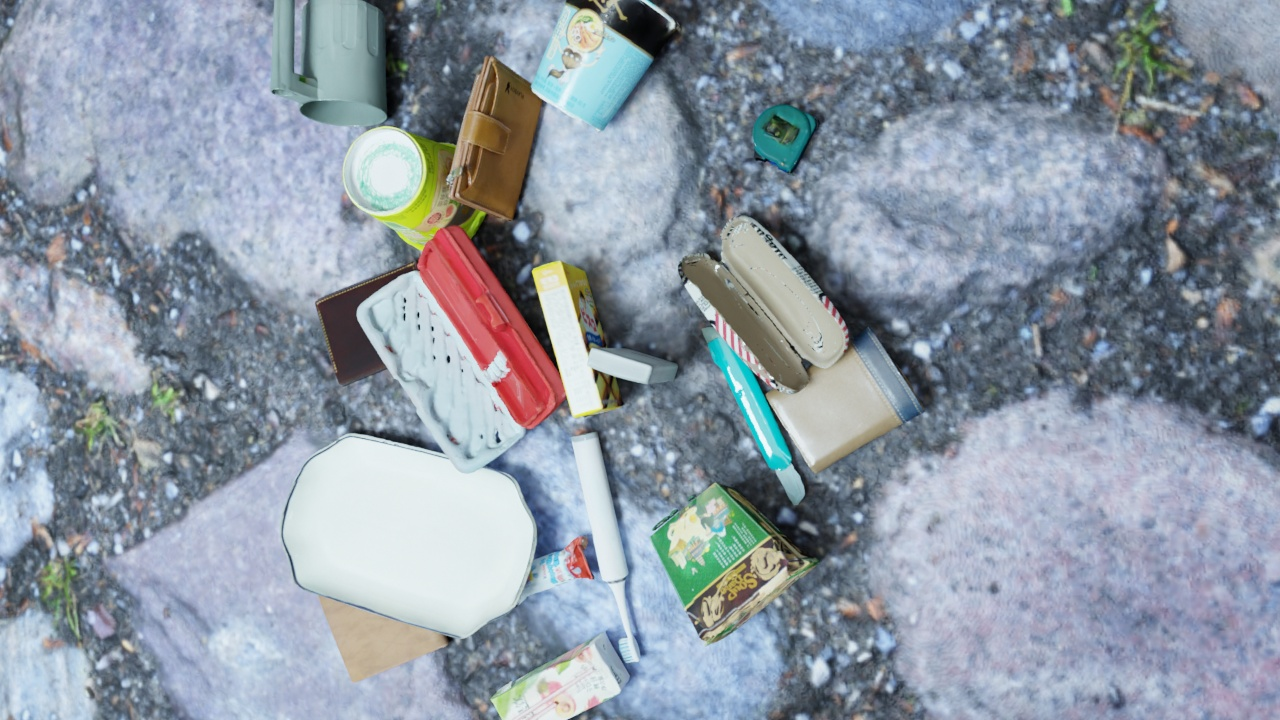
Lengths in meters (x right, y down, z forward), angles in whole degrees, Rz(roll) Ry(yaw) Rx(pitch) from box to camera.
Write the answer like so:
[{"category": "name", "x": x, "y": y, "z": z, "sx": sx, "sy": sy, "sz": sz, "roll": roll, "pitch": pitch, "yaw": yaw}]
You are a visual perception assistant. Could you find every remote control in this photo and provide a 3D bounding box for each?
[{"category": "remote control", "x": -0.005, "y": 0.005, "z": 0.813, "sx": 0.056, "sy": 0.135, "sz": 0.019, "roll": 17, "pitch": 94, "yaw": 11}]

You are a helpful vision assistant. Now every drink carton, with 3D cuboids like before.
[{"category": "drink carton", "x": -0.077, "y": 0.312, "z": 0.871, "sx": 0.123, "sy": 0.045, "sz": 0.053, "roll": -31, "pitch": 84, "yaw": 10}]

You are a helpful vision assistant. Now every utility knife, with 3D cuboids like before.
[{"category": "utility knife", "x": 0.107, "y": 0.049, "z": 0.851, "sx": 0.029, "sy": 0.013, "sz": 0.185, "roll": -27, "pitch": 83, "yaw": 14}]

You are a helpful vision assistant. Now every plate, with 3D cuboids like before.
[{"category": "plate", "x": -0.224, "y": 0.168, "z": 0.894, "sx": 0.266, "sy": 0.034, "sz": 0.162, "roll": 11, "pitch": 78, "yaw": 15}]

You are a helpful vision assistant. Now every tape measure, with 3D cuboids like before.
[{"category": "tape measure", "x": 0.130, "y": -0.206, "z": 0.844, "sx": 0.054, "sy": 0.025, "sz": 0.058, "roll": 28, "pitch": 94, "yaw": 10}]

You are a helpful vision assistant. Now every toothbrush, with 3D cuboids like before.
[{"category": "toothbrush", "x": -0.030, "y": 0.178, "z": 0.873, "sx": 0.026, "sy": 0.026, "sz": 0.221, "roll": -14, "pitch": 87, "yaw": 22}]

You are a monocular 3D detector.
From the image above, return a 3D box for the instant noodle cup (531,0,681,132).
[{"category": "instant noodle cup", "x": -0.039, "y": -0.281, "z": 0.844, "sx": 0.111, "sy": 0.111, "sz": 0.120, "roll": 34, "pitch": 103, "yaw": 10}]

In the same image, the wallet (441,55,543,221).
[{"category": "wallet", "x": -0.138, "y": -0.205, "z": 0.853, "sx": 0.035, "sy": 0.119, "sz": 0.130, "roll": 16, "pitch": 93, "yaw": 18}]

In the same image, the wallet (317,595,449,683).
[{"category": "wallet", "x": -0.260, "y": 0.259, "z": 0.924, "sx": 0.115, "sy": 0.020, "sz": 0.101, "roll": -24, "pitch": 84, "yaw": 13}]

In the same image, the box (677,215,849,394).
[{"category": "box", "x": 0.110, "y": -0.054, "z": 0.813, "sx": 0.162, "sy": 0.075, "sz": 0.086, "roll": 52, "pitch": 123, "yaw": 20}]

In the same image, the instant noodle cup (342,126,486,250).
[{"category": "instant noodle cup", "x": -0.216, "y": -0.165, "z": 0.866, "sx": 0.112, "sy": 0.123, "sz": 0.111, "roll": 0, "pitch": 89, "yaw": 11}]

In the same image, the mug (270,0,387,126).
[{"category": "mug", "x": -0.302, "y": -0.294, "z": 0.888, "sx": 0.084, "sy": 0.123, "sz": 0.103, "roll": -2, "pitch": 86, "yaw": 29}]

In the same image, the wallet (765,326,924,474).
[{"category": "wallet", "x": 0.183, "y": 0.037, "z": 0.827, "sx": 0.115, "sy": 0.033, "sz": 0.090, "roll": -34, "pitch": 80, "yaw": 10}]

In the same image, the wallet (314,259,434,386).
[{"category": "wallet", "x": -0.265, "y": -0.038, "z": 0.929, "sx": 0.122, "sy": 0.020, "sz": 0.096, "roll": -20, "pitch": 82, "yaw": 12}]

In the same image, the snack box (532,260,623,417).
[{"category": "snack box", "x": -0.057, "y": -0.018, "z": 0.849, "sx": 0.034, "sy": 0.087, "sz": 0.140, "roll": -19, "pitch": 85, "yaw": 10}]

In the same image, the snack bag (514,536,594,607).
[{"category": "snack bag", "x": -0.092, "y": 0.204, "z": 0.885, "sx": 0.105, "sy": 0.026, "sz": 0.045, "roll": -22, "pitch": 88, "yaw": 13}]

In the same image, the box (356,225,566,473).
[{"category": "box", "x": -0.166, "y": -0.010, "z": 0.869, "sx": 0.158, "sy": 0.069, "sz": 0.201, "roll": -38, "pitch": 82, "yaw": 25}]

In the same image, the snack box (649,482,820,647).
[{"category": "snack box", "x": 0.078, "y": 0.173, "z": 0.816, "sx": 0.118, "sy": 0.117, "sz": 0.105, "roll": -39, "pitch": 70, "yaw": 6}]
